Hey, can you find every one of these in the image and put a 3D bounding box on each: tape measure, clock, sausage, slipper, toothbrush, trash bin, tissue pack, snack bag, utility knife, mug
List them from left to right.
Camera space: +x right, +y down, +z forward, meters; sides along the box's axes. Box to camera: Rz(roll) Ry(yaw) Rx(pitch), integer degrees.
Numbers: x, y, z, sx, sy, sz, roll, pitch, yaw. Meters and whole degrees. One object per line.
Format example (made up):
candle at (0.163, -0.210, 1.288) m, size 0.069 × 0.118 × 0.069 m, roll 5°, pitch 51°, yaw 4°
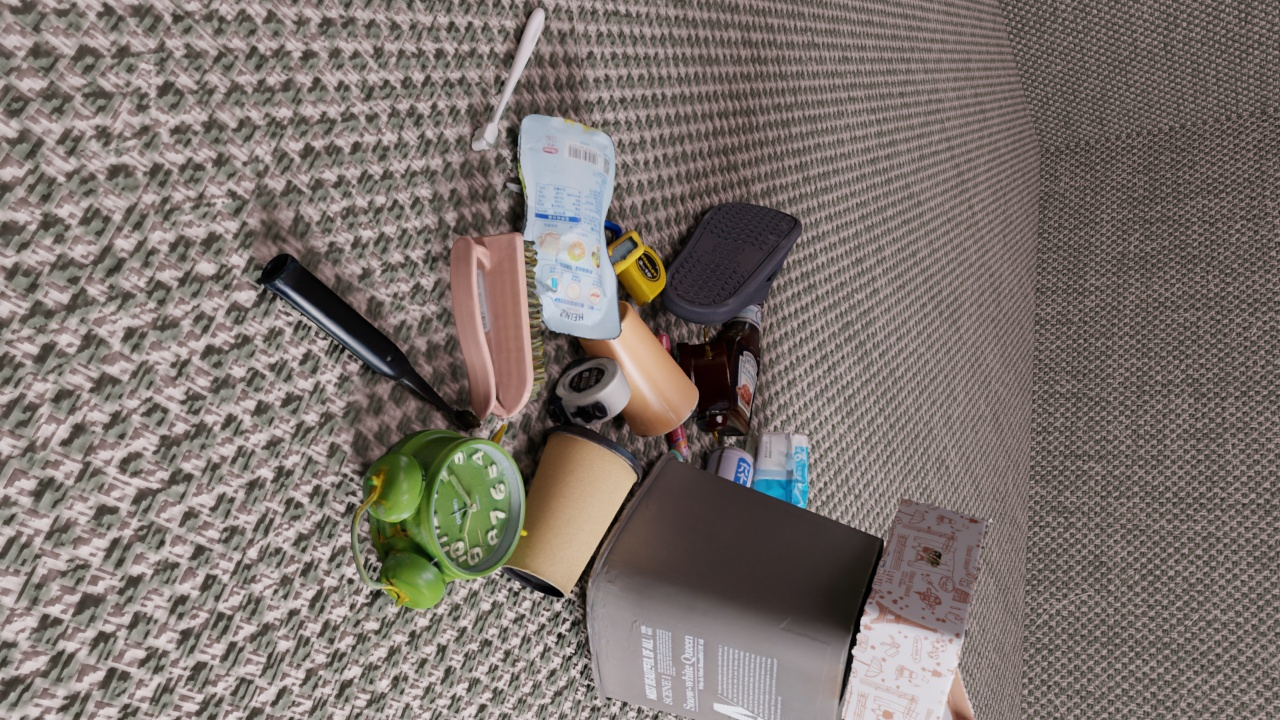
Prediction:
toothbrush at (-0.181, -0.002, 0.654) m, size 0.212 × 0.027 × 0.026 m, roll 49°, pitch 40°, yaw -45°
clock at (-0.147, 0.112, 0.667) m, size 0.160 × 0.056 × 0.116 m, roll -22°, pitch 105°, yaw -55°
toothbrush at (-0.113, -0.249, 0.802) m, size 0.016 × 0.016 × 0.179 m, roll 51°, pitch 44°, yaw -45°
snack bag at (-0.064, -0.116, 0.814) m, size 0.110 × 0.039 × 0.191 m, roll 10°, pitch 77°, yaw -44°
tape measure at (-0.043, 0.028, 0.828) m, size 0.033 × 0.066 × 0.065 m, roll 62°, pitch 39°, yaw -33°
utility knife at (-0.042, -0.086, 0.869) m, size 0.033 × 0.015 × 0.154 m, roll 47°, pitch 48°, yaw -1°
mug at (-0.005, 0.005, 0.887) m, size 0.123 × 0.078 × 0.078 m, roll 56°, pitch 43°, yaw -30°
tape measure at (-0.002, -0.089, 0.936) m, size 0.060 × 0.029 × 0.057 m, roll 55°, pitch 39°, yaw -10°
sausage at (0.032, 0.040, 0.987) m, size 0.020 × 0.020 × 0.156 m, roll -24°, pitch 107°, yaw -56°
clock at (0.070, 0.030, 0.992) m, size 0.082 × 0.055 × 0.122 m, roll -89°, pitch 171°, yaw -67°
slipper at (0.098, -0.101, 1.051) m, size 0.267 × 0.111 × 0.083 m, roll -49°, pitch 156°, yaw -47°
trash bin at (0.090, 0.226, 0.832) m, size 0.198 × 0.220 × 0.199 m, roll -52°, pitch 147°, yaw -46°
tissue pack at (0.162, 0.135, 1.091) m, size 0.140 × 0.063 × 0.090 m, roll 105°, pitch -12°, yaw -79°

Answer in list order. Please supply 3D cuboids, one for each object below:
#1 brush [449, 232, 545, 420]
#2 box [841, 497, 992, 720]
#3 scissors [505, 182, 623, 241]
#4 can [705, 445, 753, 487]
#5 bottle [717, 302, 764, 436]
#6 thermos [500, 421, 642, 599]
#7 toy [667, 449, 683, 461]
brush at (-0.116, -0.026, 0.727) m, size 0.073 × 0.063 × 0.145 m, roll -10°, pitch 97°, yaw -61°
box at (0.249, 0.277, 0.805) m, size 0.177 × 0.107 × 0.272 m, roll -44°, pitch 129°, yaw -54°
scissors at (-0.066, -0.151, 0.865) m, size 0.175 × 0.012 × 0.162 m, roll 27°, pitch 65°, yaw -52°
can at (0.090, 0.165, 1.030) m, size 0.053 × 0.053 × 0.134 m, roll 50°, pitch 47°, yaw -42°
bottle at (0.119, -0.008, 1.105) m, size 0.080 × 0.044 × 0.194 m, roll 49°, pitch 47°, yaw -48°
thermos at (-0.060, 0.124, 0.779) m, size 0.093 × 0.093 × 0.143 m, roll 50°, pitch 56°, yaw -42°
toy at (0.037, 0.138, 0.977) m, size 0.096 × 0.030 × 0.092 m, roll -41°, pitch 125°, yaw -60°
